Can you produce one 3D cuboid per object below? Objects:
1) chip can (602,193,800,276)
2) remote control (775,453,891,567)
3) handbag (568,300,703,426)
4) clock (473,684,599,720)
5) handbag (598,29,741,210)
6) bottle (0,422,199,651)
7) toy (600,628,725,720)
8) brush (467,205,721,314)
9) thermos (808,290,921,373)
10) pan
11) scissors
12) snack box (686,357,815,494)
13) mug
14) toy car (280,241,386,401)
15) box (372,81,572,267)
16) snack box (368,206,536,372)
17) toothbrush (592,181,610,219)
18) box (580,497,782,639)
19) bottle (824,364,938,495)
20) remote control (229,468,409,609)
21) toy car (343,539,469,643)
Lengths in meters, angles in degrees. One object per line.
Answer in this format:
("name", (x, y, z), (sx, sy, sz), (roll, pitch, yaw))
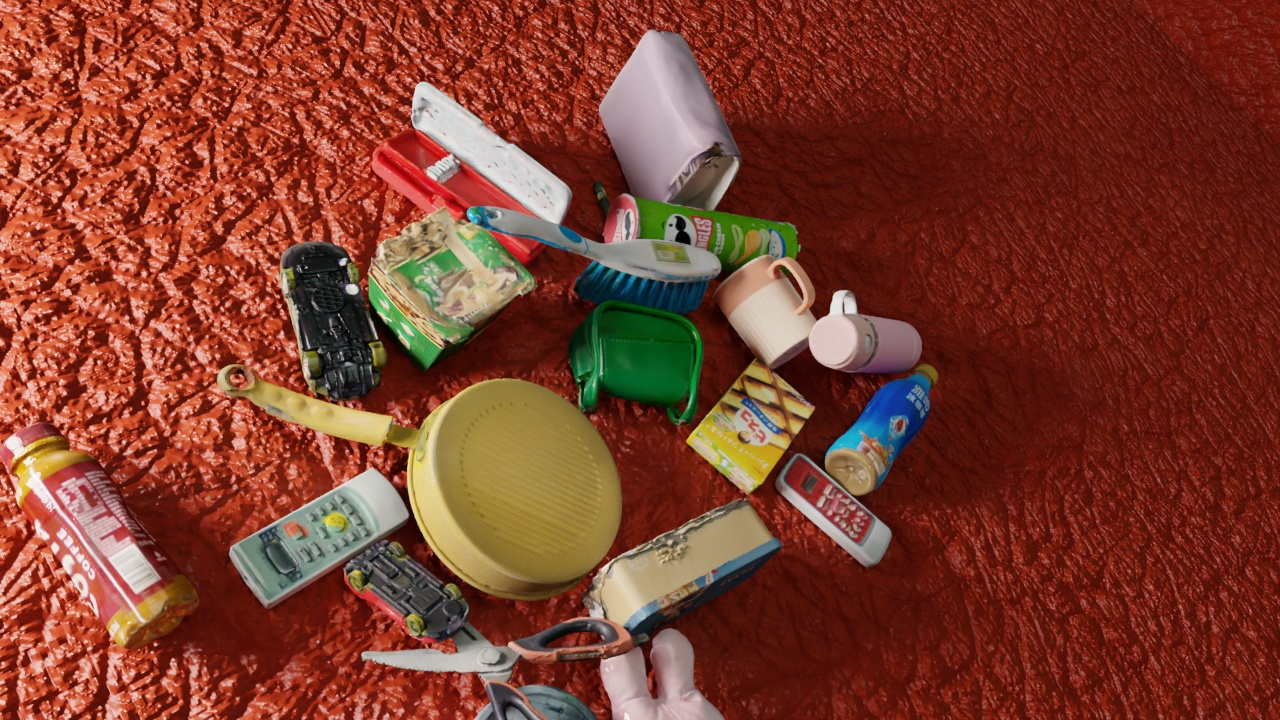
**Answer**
("chip can", (0.075, -0.140, 1.062), (0.235, 0.072, 0.072), (4, 56, -32))
("remote control", (0.204, 0.157, 0.968), (0.136, 0.020, 0.055), (41, 48, 4))
("handbag", (-0.006, 0.005, 0.938), (0.131, 0.068, 0.120), (12, 61, -22))
("clock", (-0.087, 0.323, 0.671), (0.117, 0.060, 0.158), (24, 48, -12))
("handbag", (0.039, -0.271, 1.097), (0.098, 0.145, 0.196), (-7, 62, -28))
("bottle", (-0.388, 0.121, 0.652), (0.175, 0.058, 0.057), (48, 50, 10))
("toy", (0.022, 0.302, 0.741), (0.121, 0.054, 0.159), (-2, 68, -32))
("brush", (-0.044, -0.101, 0.922), (0.313, 0.110, 0.060), (1, 59, -34))
("thermos", (0.256, -0.029, 1.040), (0.198, 0.067, 0.087), (4, 88, -54))
("pan", (-0.178, 0.079, 0.783), (0.357, 0.078, 0.197), (30, 45, -22))
("scissors", (-0.097, 0.235, 0.686), (0.222, 0.015, 0.188), (1, 29, -10))
("snack box", (0.119, 0.068, 0.978), (0.087, 0.034, 0.140), (41, 50, 4))
("mug", (0.152, -0.061, 1.031), (0.081, 0.115, 0.106), (-23, 73, -40))
("toy car", (-0.279, -0.037, 0.830), (0.070, 0.042, 0.158), (-9, 69, -31))
("box", (-0.173, -0.196, 0.961), (0.201, 0.102, 0.095), (36, 48, 0))
("snack box", (-0.185, -0.057, 0.854), (0.117, 0.106, 0.118), (46, 50, 5))
("toothbrush", (-0.021, -0.134, 1.053), (0.012, 0.017, 0.185), (-4, 61, -33))
("box", (0.042, 0.185, 0.815), (0.183, 0.090, 0.061), (-17, 63, -32))
("bottle", (0.284, 0.068, 1.042), (0.065, 0.065, 0.218), (44, 49, 6))
("remote control", (-0.254, 0.139, 0.736), (0.134, 0.019, 0.056), (-30, 75, -39))
("toy car", (-0.183, 0.184, 0.721), (0.106, 0.031, 0.049), (28, 38, 20))
